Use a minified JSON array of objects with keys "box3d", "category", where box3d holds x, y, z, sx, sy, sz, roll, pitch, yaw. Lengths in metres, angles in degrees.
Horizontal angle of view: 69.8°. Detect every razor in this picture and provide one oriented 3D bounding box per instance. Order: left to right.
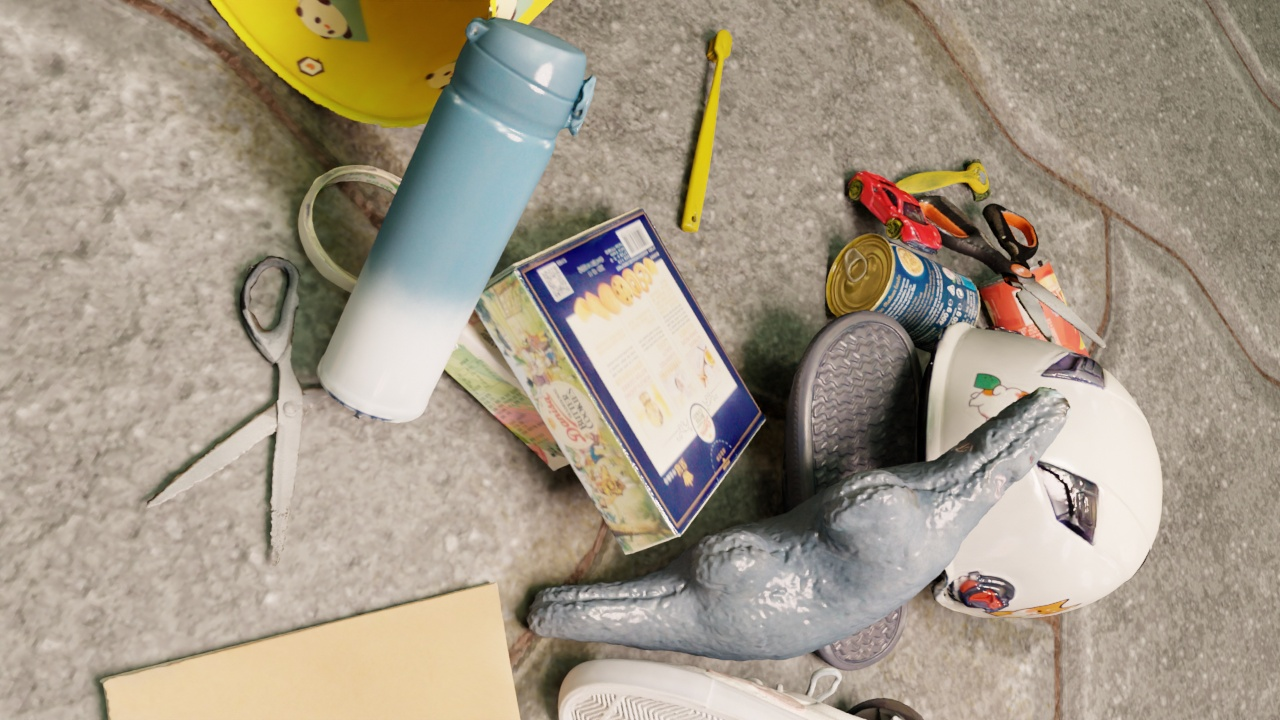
[{"box3d":[0.295,-0.174,0.894,0.132,0.028,0.043,-11,87,-33],"category":"razor"}]

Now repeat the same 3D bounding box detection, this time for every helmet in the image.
[{"box3d":[0.313,0.091,0.706,0.274,0.157,0.229,53,46,-51],"category":"helmet"}]

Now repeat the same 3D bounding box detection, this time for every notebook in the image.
[{"box3d":[-0.161,0.217,0.495,0.211,0.012,0.149,-6,82,-34],"category":"notebook"}]

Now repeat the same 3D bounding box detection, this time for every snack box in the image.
[{"box3d":[-0.004,0.003,0.595,0.182,0.046,0.177,60,30,-5],"category":"snack box"}]

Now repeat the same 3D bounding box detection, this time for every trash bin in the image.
[{"box3d":[-0.113,-0.304,0.550,0.229,0.230,0.254,47,52,-14],"category":"trash bin"}]

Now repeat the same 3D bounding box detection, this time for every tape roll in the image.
[{"box3d":[-0.165,-0.080,0.565,0.085,0.014,0.085,16,61,-31],"category":"tape roll"}]

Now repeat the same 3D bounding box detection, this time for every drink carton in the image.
[{"box3d":[-0.077,0.010,0.583,0.122,0.046,0.053,45,42,-16],"category":"drink carton"}]

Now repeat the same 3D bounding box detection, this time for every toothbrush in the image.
[{"box3d":[0.052,-0.188,0.744,0.015,0.017,0.189,22,67,-28],"category":"toothbrush"}]

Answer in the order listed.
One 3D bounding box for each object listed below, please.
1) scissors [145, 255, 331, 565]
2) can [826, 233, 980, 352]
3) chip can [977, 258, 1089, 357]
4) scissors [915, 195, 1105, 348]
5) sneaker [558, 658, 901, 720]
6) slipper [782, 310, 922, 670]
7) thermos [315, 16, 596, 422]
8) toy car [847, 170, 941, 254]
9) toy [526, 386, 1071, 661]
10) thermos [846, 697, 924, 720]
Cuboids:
[{"box3d":[-0.199,0.022,0.520,0.180,0.014,0.159,-29,93,-37],"category":"scissors"},{"box3d":[0.225,-0.055,0.783,0.111,0.075,0.075,17,68,-29],"category":"can"},{"box3d":[0.397,0.014,0.880,0.073,0.073,0.216,-24,90,-36],"category":"chip can"},{"box3d":[0.336,-0.089,0.819,0.203,0.022,0.224,-23,51,-40],"category":"scissors"},{"box3d":[0.070,0.226,0.579,0.242,0.090,0.090,19,26,-1],"category":"sneaker"},{"box3d":[0.146,0.096,0.698,0.110,0.083,0.268,-4,96,-24],"category":"slipper"},{"box3d":[-0.099,-0.070,0.480,0.070,0.221,0.070,27,21,-12],"category":"thermos"},{"box3d":[0.226,-0.130,0.805,0.049,0.031,0.106,7,39,-34],"category":"toy car"},{"box3d":[0.110,0.124,0.587,0.091,0.356,0.138,-110,174,-49],"category":"toy"},{"box3d":[0.200,0.308,0.664,0.143,0.093,0.092,36,60,-29],"category":"thermos"}]
